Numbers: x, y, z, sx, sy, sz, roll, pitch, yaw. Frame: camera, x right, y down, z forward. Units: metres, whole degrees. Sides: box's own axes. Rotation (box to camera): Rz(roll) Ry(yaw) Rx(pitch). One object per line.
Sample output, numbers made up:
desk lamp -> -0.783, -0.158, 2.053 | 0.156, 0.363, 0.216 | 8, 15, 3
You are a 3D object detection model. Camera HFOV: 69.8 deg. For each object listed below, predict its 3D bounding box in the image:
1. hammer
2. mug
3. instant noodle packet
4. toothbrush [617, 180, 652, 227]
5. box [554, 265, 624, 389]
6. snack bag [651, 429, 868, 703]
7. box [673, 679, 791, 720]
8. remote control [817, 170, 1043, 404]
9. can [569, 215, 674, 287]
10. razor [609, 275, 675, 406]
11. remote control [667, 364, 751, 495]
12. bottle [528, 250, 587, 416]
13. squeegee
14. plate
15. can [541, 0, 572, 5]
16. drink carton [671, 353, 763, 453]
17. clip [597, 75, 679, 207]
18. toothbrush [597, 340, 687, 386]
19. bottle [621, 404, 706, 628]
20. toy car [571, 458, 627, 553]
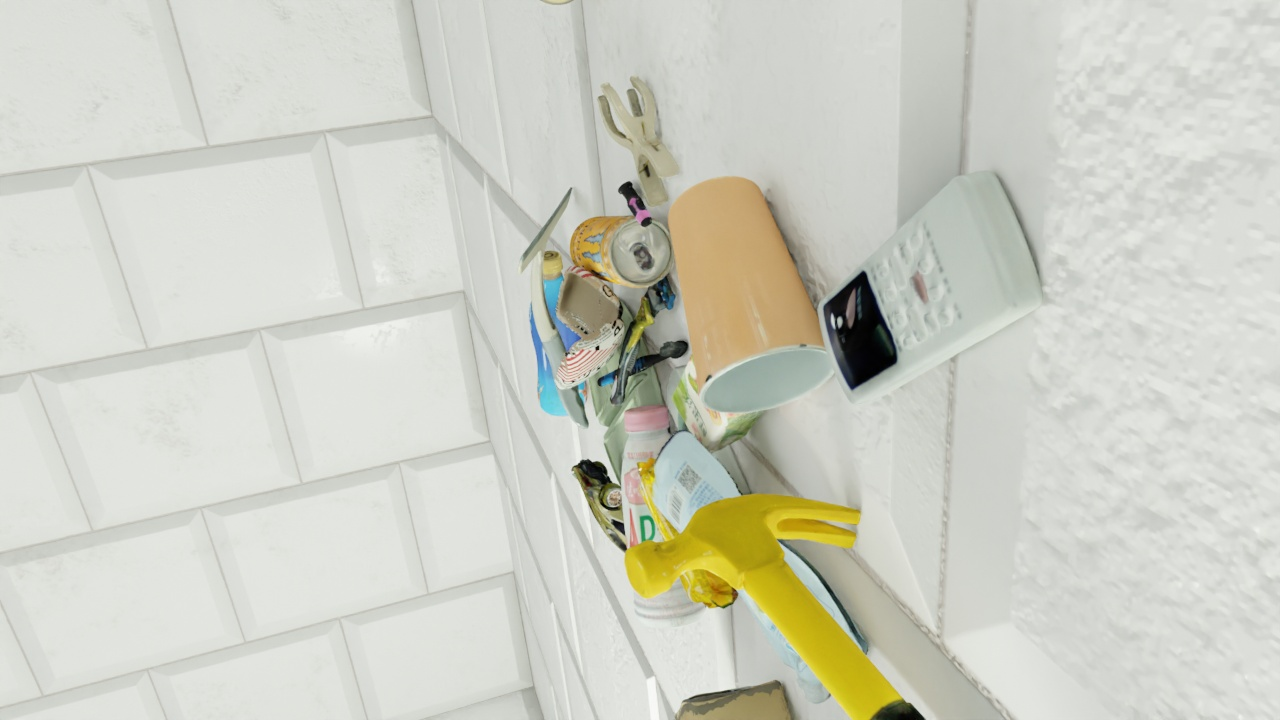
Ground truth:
hammer -> 0.118, 0.170, 0.432 | 0.300, 0.128, 0.033 | 48, 148, 41
mug -> 0.058, -0.040, 0.527 | 0.078, 0.078, 0.122 | 106, 154, -61
instant noodle packet -> 0.036, 0.136, 0.751 | 0.111, 0.044, 0.128 | 128, 118, -77
toothbrush -> -0.002, -0.121, 0.723 | 0.018, 0.014, 0.189 | 52, -173, -18
box -> -0.058, -0.030, 0.839 | 0.086, 0.075, 0.162 | 58, 168, 8
snack bag -> 0.076, 0.138, 0.616 | 0.191, 0.038, 0.110 | 47, 141, 33
box -> 0.069, 0.314, 0.731 | 0.185, 0.089, 0.062 | 95, 164, -53
remote control -> 0.118, -0.024, 0.406 | 0.150, 0.021, 0.058 | 123, 133, -69
can -> -0.019, -0.095, 0.788 | 0.146, 0.058, 0.058 | -154, 53, -72
razor -> -0.006, -0.014, 0.797 | 0.042, 0.022, 0.143 | -106, 30, -47
remote control -> 0.052, 0.068, 0.733 | 0.056, 0.019, 0.135 | 96, 157, -51
bottle -> -0.105, -0.033, 1.149 | 0.065, 0.065, 0.219 | -122, 25, -53
squeegee -> -0.092, -0.034, 0.982 | 0.246, 0.039, 0.247 | -76, -21, -64
plate -> -0.018, 0.047, 0.964 | 0.230, 0.027, 0.230 | 167, 90, -76
can -> -0.064, -0.348, 0.752 | 0.116, 0.058, 0.058 | 140, 117, -73
drink carton -> 0.059, 0.015, 0.610 | 0.053, 0.045, 0.123 | 59, 162, 17
clip -> 0.000, -0.173, 0.710 | 0.072, 0.034, 0.100 | 121, 130, -68
toothbrush -> -0.005, 0.005, 0.835 | 0.190, 0.016, 0.014 | 156, 109, -63
bottle -> 0.017, 0.140, 0.840 | 0.068, 0.068, 0.197 | -172, 75, -75
toy car -> -0.023, 0.170, 0.986 | 0.158, 0.042, 0.070 | 58, 173, -24
